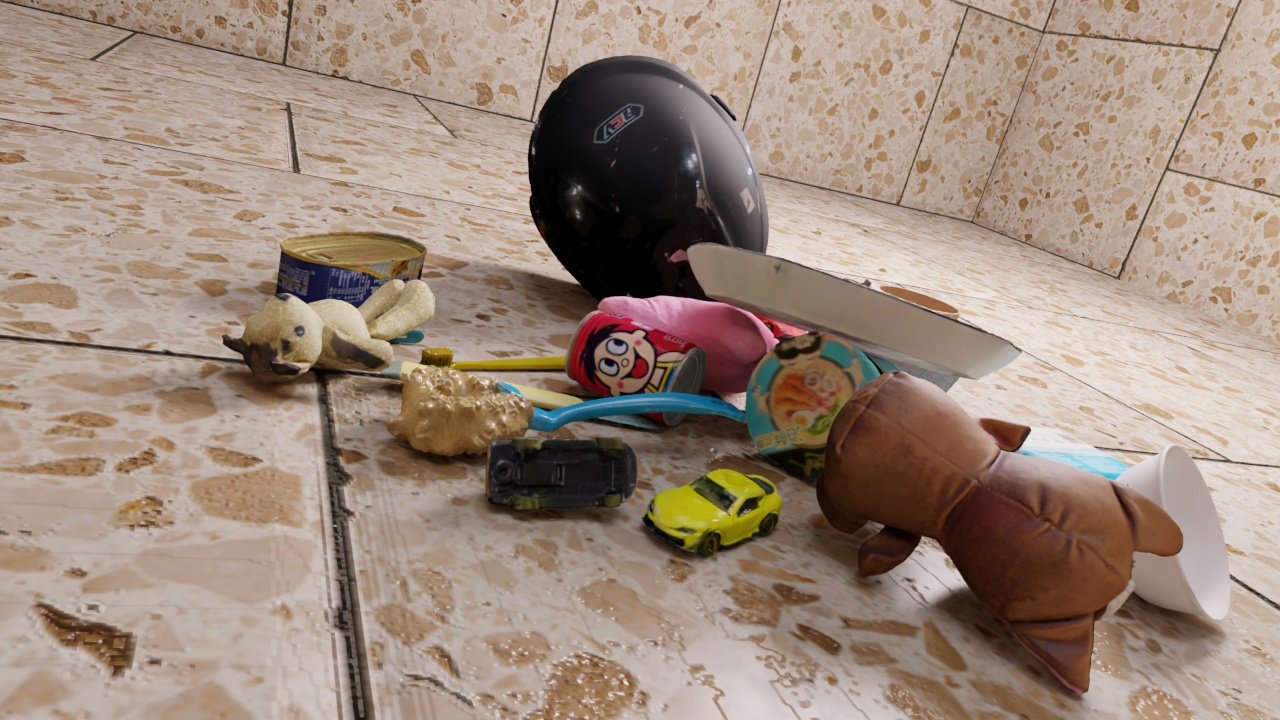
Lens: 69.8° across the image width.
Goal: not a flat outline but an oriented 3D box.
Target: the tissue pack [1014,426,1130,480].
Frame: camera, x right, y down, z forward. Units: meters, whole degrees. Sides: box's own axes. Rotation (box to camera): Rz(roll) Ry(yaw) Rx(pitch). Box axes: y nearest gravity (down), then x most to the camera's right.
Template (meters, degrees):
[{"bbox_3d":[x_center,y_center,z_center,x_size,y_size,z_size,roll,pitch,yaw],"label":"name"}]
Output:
[{"bbox_3d":[0.313,0.095,0.708,0.139,0.063,0.090,6,19,-31],"label":"tissue pack"}]

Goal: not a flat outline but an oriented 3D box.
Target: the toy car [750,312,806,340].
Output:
[{"bbox_3d":[0.149,-0.048,1.058,0.049,0.031,0.106,2,24,-34],"label":"toy car"}]

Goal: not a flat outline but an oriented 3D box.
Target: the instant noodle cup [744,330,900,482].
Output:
[{"bbox_3d":[0.158,0.034,0.715,0.111,0.111,0.120,27,15,31],"label":"instant noodle cup"}]

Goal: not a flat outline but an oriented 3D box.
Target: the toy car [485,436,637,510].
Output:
[{"bbox_3d":[-0.046,0.065,0.538,0.090,0.042,0.035,2,-1,-20],"label":"toy car"}]

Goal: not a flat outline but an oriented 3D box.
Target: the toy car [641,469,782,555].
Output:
[{"bbox_3d":[0.047,0.089,0.562,0.048,0.032,0.105,30,24,37],"label":"toy car"}]

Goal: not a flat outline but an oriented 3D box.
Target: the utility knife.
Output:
[{"bbox_3d":[-0.084,0.025,0.667,0.207,0.021,0.031,8,23,-13],"label":"utility knife"}]

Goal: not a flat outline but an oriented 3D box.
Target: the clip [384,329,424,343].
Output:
[{"bbox_3d":[-0.200,-0.023,0.724,0.056,0.014,0.040,0,23,-38],"label":"clip"}]

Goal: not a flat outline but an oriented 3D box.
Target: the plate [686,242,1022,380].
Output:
[{"bbox_3d":[0.159,-0.033,0.706,0.265,0.034,0.162,17,1,-15],"label":"plate"}]

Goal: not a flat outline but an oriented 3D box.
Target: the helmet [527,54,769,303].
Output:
[{"bbox_3d":[0.011,-0.168,0.946,0.230,0.233,0.275,55,0,41],"label":"helmet"}]

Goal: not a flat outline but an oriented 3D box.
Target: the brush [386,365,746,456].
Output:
[{"bbox_3d":[-0.043,0.033,0.618,0.254,0.046,0.083,1,19,-24],"label":"brush"}]

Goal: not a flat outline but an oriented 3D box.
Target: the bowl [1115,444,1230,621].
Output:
[{"bbox_3d":[0.351,0.122,0.635,0.065,0.118,0.118,-19,-10,43],"label":"bowl"}]

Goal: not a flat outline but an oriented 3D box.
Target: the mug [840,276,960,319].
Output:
[{"bbox_3d":[0.246,-0.020,0.932,0.124,0.104,0.084,14,18,-4],"label":"mug"}]

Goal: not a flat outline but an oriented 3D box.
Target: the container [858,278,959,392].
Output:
[{"bbox_3d":[0.228,-0.004,0.851,0.114,0.090,0.090,38,13,3],"label":"container"}]

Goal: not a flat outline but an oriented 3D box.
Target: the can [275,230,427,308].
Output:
[{"bbox_3d":[-0.245,-0.076,0.785,0.075,0.049,0.147,22,19,20],"label":"can"}]

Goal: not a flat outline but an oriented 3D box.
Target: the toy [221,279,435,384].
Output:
[{"bbox_3d":[-0.207,-0.026,0.639,0.105,0.066,0.156,17,24,23],"label":"toy"}]

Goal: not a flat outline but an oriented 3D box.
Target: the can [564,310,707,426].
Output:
[{"bbox_3d":[-0.004,0.004,0.715,0.094,0.067,0.066,23,19,22],"label":"can"}]

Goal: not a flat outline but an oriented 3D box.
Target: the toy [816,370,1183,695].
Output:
[{"bbox_3d":[0.205,0.094,0.557,0.200,0.140,0.130,30,-13,33],"label":"toy"}]

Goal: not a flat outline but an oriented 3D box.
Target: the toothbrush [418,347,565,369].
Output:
[{"bbox_3d":[-0.091,-0.001,0.741,0.189,0.017,0.016,-1,25,-41],"label":"toothbrush"}]

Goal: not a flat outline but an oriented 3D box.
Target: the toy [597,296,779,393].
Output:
[{"bbox_3d":[0.053,-0.013,0.801,0.195,0.074,0.178,15,-6,31],"label":"toy"}]
